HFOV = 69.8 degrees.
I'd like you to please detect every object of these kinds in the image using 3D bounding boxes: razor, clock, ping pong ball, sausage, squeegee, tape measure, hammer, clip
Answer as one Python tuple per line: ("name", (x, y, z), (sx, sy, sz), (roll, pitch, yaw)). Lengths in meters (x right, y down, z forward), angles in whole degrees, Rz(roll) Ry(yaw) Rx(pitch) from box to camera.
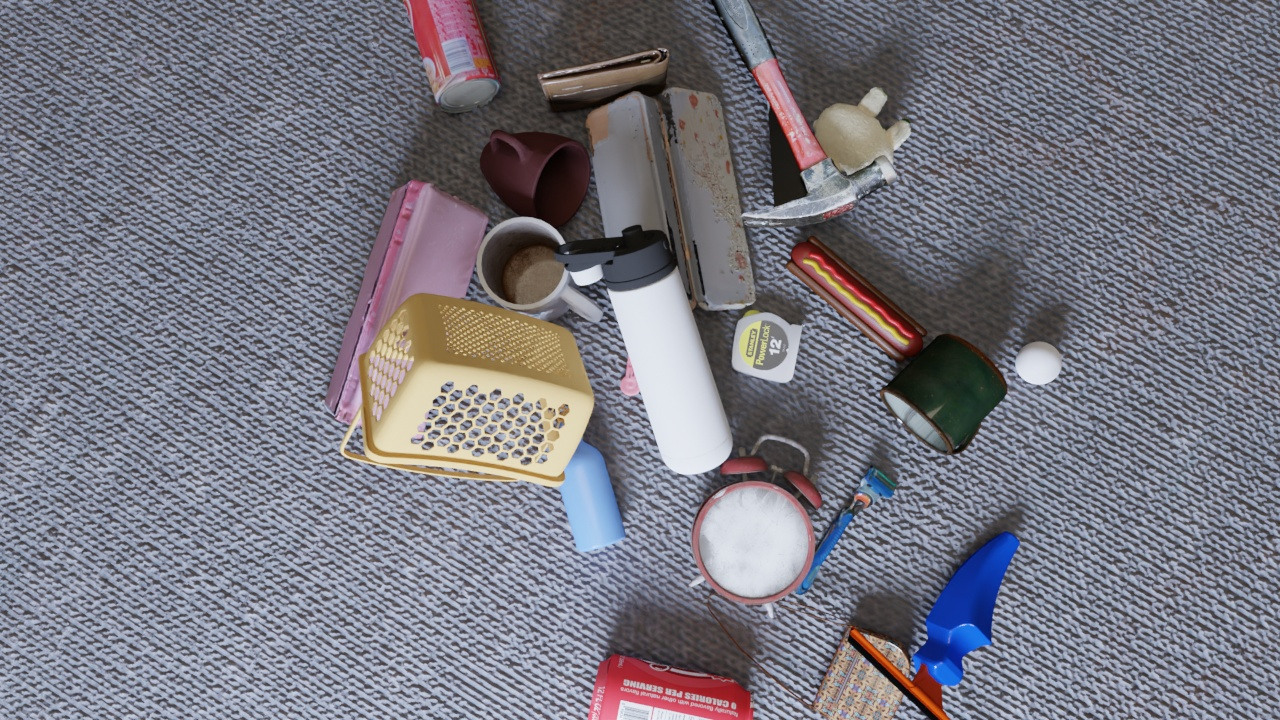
("razor", (0.186, 0.162, 0.868), (0.044, 0.018, 0.141), (38, 90, -32))
("clock", (0.109, 0.147, 0.851), (0.110, 0.062, 0.156), (20, 85, 4))
("ping pong ball", (0.374, 0.002, 0.862), (0.040, 0.040, 0.040), (0, 86, 2))
("sausage", (0.205, -0.058, 0.874), (0.155, 0.040, 0.040), (41, 88, 4))
("squeegee", (0.292, 0.235, 0.834), (0.249, 0.055, 0.184), (45, 73, -26))
("tape measure", (0.122, -0.014, 0.885), (0.065, 0.017, 0.064), (11, 86, 3))
("hammer", (0.109, -0.276, 0.877), (0.141, 0.036, 0.326), (-26, 76, 12))
("clip", (-0.006, 0.004, 0.881), (0.023, 0.044, 0.060), (9, 72, 6))

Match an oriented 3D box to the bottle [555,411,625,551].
("bottle", (-0.054, 0.111, 0.867), (0.048, 0.048, 0.131), (-17, 85, 1))

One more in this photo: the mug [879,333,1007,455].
("mug", (0.287, 0.038, 0.849), (0.081, 0.085, 0.111), (-44, 120, -3))

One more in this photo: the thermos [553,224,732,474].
("thermos", (0.007, -0.006, 0.821), (0.101, 0.068, 0.230), (-14, 113, 12))

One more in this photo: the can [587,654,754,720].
("can", (0.027, 0.317, 0.835), (0.142, 0.074, 0.074), (11, 86, 3))

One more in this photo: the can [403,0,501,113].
("can", (-0.184, -0.313, 0.894), (0.067, 0.067, 0.124), (-19, 85, 0))

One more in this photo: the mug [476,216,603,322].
("mug", (-0.087, -0.073, 0.857), (0.119, 0.096, 0.083), (32, 87, 4))

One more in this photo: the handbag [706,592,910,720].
("handbag", (0.151, 0.271, 0.861), (0.196, 0.043, 0.093), (24, 90, 12))

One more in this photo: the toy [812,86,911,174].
("toy", (0.203, -0.206, 0.880), (0.087, 0.050, 0.112), (46, 104, 9))

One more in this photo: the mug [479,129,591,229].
("mug", (-0.113, -0.185, 0.865), (0.088, 0.114, 0.087), (27, 81, 26))

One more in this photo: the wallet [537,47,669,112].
("wallet", (-0.033, -0.265, 0.870), (0.121, 0.098, 0.027), (-10, 92, 1))

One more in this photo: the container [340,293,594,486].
("container", (-0.154, 0.043, 0.811), (0.183, 0.129, 0.167), (13, 128, -32))

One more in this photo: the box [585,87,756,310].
("box", (0.031, -0.147, 0.889), (0.115, 0.095, 0.217), (-13, 83, 29))

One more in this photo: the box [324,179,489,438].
("box", (-0.241, -0.053, 0.883), (0.107, 0.099, 0.232), (14, 87, 36))
